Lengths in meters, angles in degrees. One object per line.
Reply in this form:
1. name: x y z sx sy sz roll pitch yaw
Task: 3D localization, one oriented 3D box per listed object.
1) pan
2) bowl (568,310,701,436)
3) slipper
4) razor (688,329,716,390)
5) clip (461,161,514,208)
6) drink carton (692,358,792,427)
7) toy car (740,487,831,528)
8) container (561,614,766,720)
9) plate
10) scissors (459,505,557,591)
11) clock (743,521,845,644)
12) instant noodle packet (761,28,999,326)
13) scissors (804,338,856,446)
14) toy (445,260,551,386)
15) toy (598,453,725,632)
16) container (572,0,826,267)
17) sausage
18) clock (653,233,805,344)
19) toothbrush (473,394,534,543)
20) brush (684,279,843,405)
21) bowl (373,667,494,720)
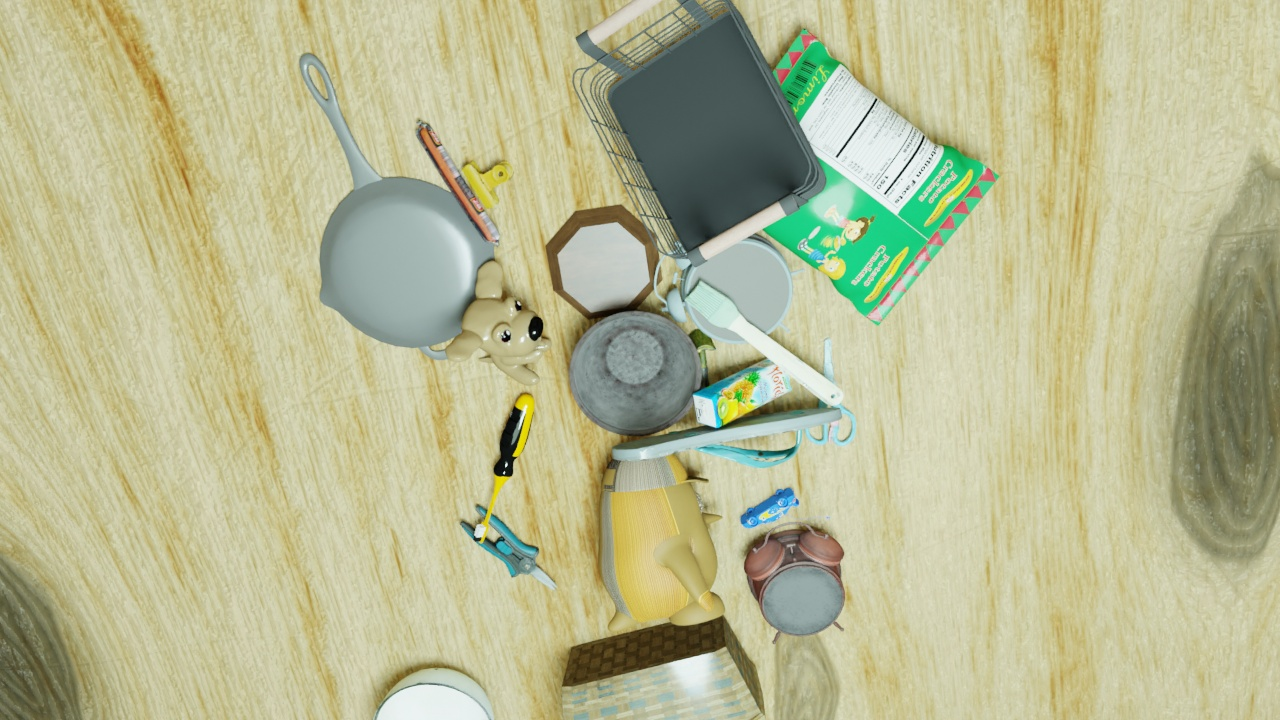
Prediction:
1. pan: -0.282 -0.158 0.998 0.216 0.024 0.355 -21 108 6
2. bowl: -0.006 0.006 1.034 0.145 0.067 0.145 0 109 -1
3. slipper: 0.098 0.095 1.027 0.268 0.098 0.055 -8 94 -16
4. razor: 0.073 0.020 1.060 0.026 0.042 0.106 -9 119 -6
5. clip: -0.160 -0.194 0.981 0.047 0.039 0.053 -27 106 16
6. drink carton: 0.117 0.034 1.028 0.128 0.039 0.044 -23 112 -34
7. toy car: 0.175 0.193 1.116 0.092 0.033 0.062 -35 99 11
8. container: 0.030 0.442 1.143 0.250 0.157 0.186 -15 97 5
9. plate: -0.040 -0.105 1.017 0.131 0.025 0.131 0 109 -1
10. scissors: -0.165 0.239 1.137 0.137 0.019 0.129 -1 103 -6
11. clock: 0.190 0.263 1.121 0.120 0.072 0.158 -12 109 3
12. instant noodle packet: 0.210 -0.185 0.957 0.252 0.090 0.196 35 105 -6
13. scissors: 0.219 0.038 1.080 0.063 0.015 0.139 -6 103 6
14. toy: -0.149 -0.025 1.009 0.106 0.133 0.108 3 146 20
15. toy: 0.021 0.196 1.068 0.162 0.199 0.203 -10 90 -26
16. container: 0.057 -0.221 0.879 0.163 0.130 0.241 -28 87 19
17. sausage: -0.196 -0.188 0.985 0.020 0.020 0.155 -31 101 9
18. clock: 0.094 -0.082 1.016 0.159 0.045 0.123 9 108 -6
19. toothbrush: -0.163 0.130 1.090 0.030 0.031 0.197 5 110 -48
20. brush: 0.141 -0.015 1.011 0.217 0.012 0.033 36 105 -14
21. bowl: -0.261 0.459 1.185 0.153 0.072 0.153 0 108 -1
